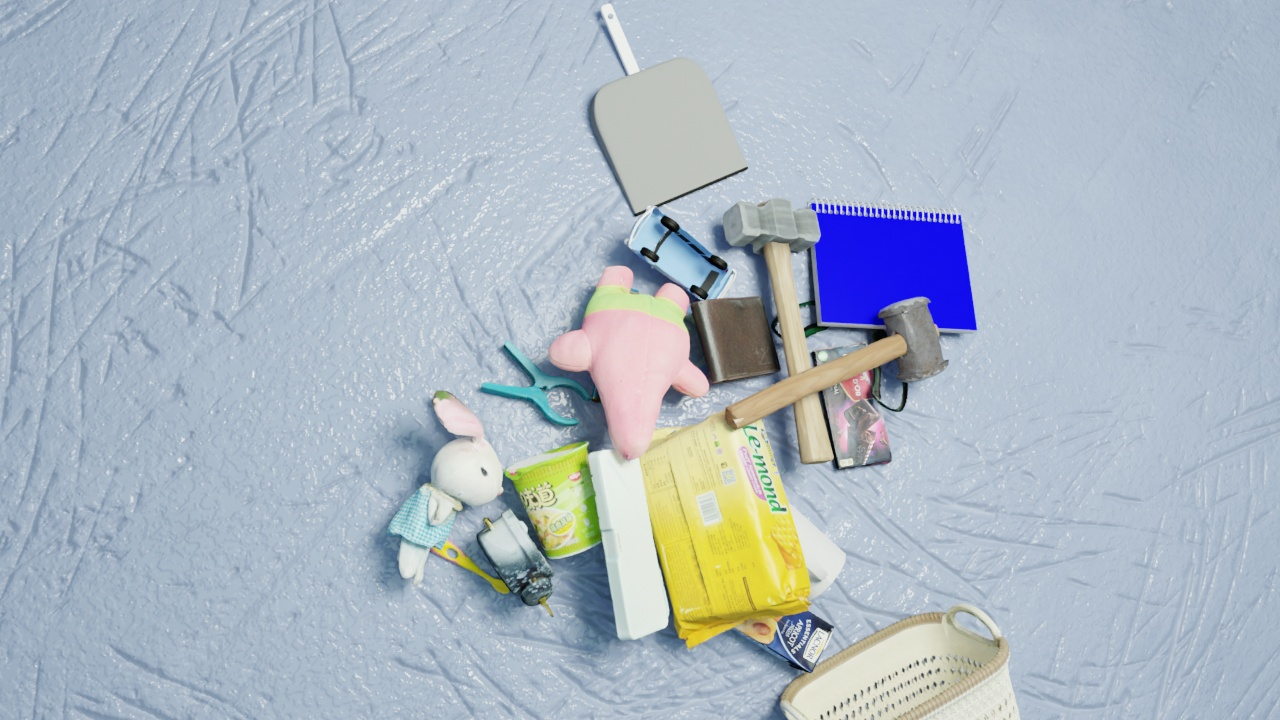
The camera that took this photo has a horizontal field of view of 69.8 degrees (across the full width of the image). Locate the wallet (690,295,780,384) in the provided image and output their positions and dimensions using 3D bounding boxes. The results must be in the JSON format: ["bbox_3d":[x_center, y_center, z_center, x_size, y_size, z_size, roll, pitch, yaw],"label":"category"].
[{"bbox_3d":[0.116,-0.026,1.092,0.119,0.031,0.099,-7,80,-44],"label":"wallet"}]

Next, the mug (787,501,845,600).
[{"bbox_3d":[0.179,0.220,1.047,0.089,0.105,0.073,42,87,-2],"label":"mug"}]

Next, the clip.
[{"bbox_3d":[-0.111,0.019,1.063,0.127,0.028,0.113,36,77,-3],"label":"clip"}]

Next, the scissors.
[{"bbox_3d":[0.274,-0.020,1.140,0.201,0.015,0.204,-20,73,-18],"label":"scissors"}]

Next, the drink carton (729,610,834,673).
[{"bbox_3d":[0.152,0.302,1.060,0.130,0.040,0.064,32,76,-5],"label":"drink carton"}]

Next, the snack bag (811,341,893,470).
[{"bbox_3d":[0.262,0.056,1.138,0.074,0.018,0.155,-8,80,-14],"label":"snack bag"}]

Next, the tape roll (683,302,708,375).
[{"bbox_3d":[0.054,-0.023,1.107,0.091,0.016,0.093,10,78,-10],"label":"tape roll"}]

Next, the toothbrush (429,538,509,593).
[{"bbox_3d":[-0.201,0.218,1.013,0.135,0.016,0.021,34,77,0],"label":"toothbrush"}]

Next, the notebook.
[{"bbox_3d":[0.319,-0.121,1.167,0.209,0.022,0.171,2,72,-12],"label":"notebook"}]

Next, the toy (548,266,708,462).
[{"bbox_3d":[-0.006,0.006,1.017,0.192,0.097,0.236,15,55,-16],"label":"toy"}]

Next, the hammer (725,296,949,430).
[{"bbox_3d":[0.225,0.011,1.040,0.327,0.052,0.098,-19,93,-31],"label":"hammer"}]

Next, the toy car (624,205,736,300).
[{"bbox_3d":[0.045,-0.122,1.080,0.153,0.055,0.056,34,90,-32],"label":"toy car"}]

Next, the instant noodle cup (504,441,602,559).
[{"bbox_3d":[-0.087,0.155,1.012,0.098,0.099,0.108,-20,93,-15],"label":"instant noodle cup"}]

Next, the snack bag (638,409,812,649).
[{"bbox_3d":[0.082,0.177,1.004,0.160,0.068,0.247,-22,77,25],"label":"snack bag"}]

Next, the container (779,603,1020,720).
[{"bbox_3d":[0.291,0.386,1.009,0.246,0.185,0.143,-23,96,-14],"label":"container"}]

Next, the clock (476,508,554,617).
[{"bbox_3d":[-0.127,0.220,0.990,0.052,0.090,0.129,-35,85,-11],"label":"clock"}]

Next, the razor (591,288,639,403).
[{"bbox_3d":[-0.038,-0.020,1.087,0.042,0.022,0.144,16,82,-22],"label":"razor"}]

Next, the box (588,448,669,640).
[{"bbox_3d":[-0.019,0.195,0.997,0.075,0.126,0.197,-8,82,-14],"label":"box"}]

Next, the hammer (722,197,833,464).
[{"bbox_3d":[0.179,-0.038,1.088,0.117,0.051,0.322,0,73,-30],"label":"hammer"}]

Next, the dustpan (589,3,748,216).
[{"bbox_3d":[0.011,-0.327,1.147,0.163,0.033,0.257,-25,95,-15],"label":"dustpan"}]

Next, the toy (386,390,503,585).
[{"bbox_3d":[-0.201,0.140,0.972,0.105,0.131,0.205,17,81,-9],"label":"toy"}]
